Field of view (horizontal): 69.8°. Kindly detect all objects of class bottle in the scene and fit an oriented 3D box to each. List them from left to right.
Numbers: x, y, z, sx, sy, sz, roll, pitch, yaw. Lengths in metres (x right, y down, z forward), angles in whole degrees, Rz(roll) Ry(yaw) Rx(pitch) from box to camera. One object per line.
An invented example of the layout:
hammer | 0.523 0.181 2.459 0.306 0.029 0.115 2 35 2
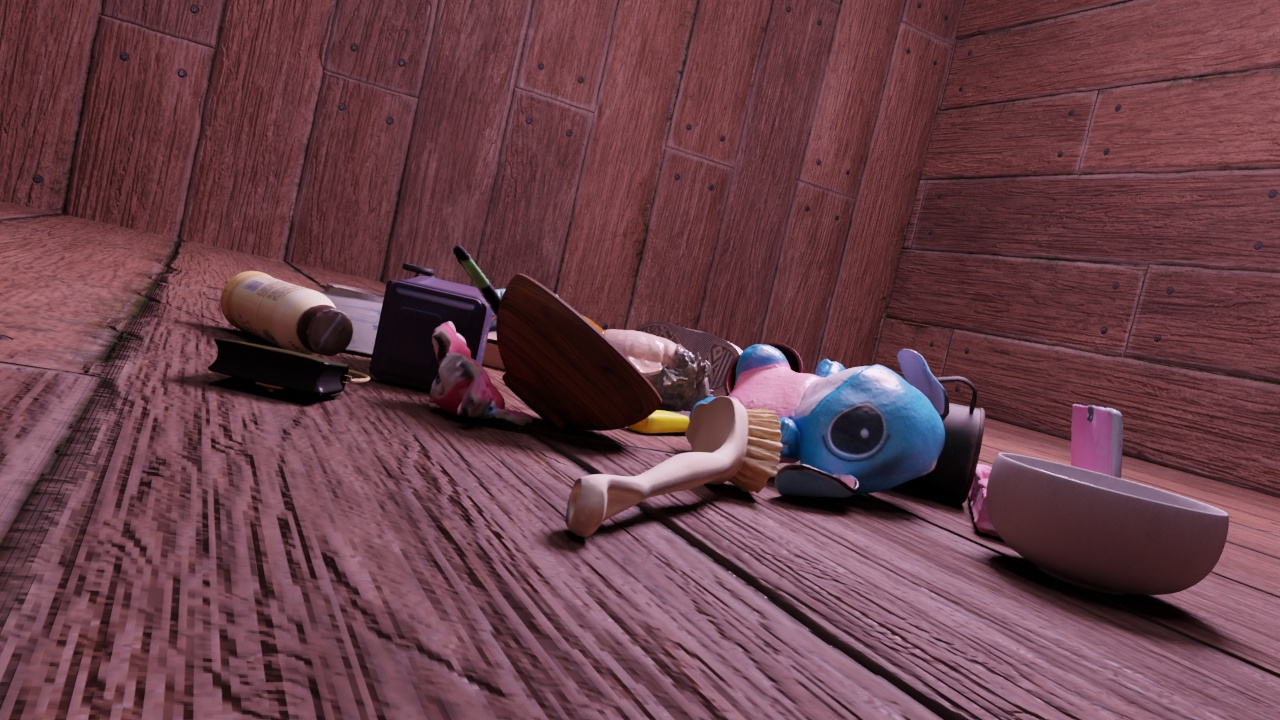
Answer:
bottle | -0.305 -0.039 0.793 0.162 0.056 0.056 17 5 43

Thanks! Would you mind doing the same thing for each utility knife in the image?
utility knife | 0.050 0.058 0.860 0.029 0.020 0.197 17 6 34

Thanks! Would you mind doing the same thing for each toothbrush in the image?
toothbrush | -0.098 -0.020 0.747 0.017 0.014 0.188 38 -16 53

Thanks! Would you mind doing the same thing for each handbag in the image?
handbag | -0.236 0.007 0.649 0.084 0.027 0.178 13 -2 -5

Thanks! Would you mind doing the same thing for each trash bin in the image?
trash bin | -0.180 -0.027 0.798 0.092 0.094 0.161 13 6 -7

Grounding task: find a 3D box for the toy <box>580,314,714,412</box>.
toy | -0.005 0.005 0.920 0.176 0.076 0.133 26 -6 -3

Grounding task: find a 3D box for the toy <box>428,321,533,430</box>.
toy | -0.127 0.017 0.657 0.065 0.050 0.102 40 10 -51

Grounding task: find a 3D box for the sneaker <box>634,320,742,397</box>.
sneaker | 0.070 0.015 1.191 0.097 0.091 0.246 34 -15 -38

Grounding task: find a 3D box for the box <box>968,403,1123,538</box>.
box | 0.330 0.081 0.751 0.099 0.115 0.232 14 3 19

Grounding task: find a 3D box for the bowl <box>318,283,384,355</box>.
bowl | -0.289 -0.044 0.929 0.151 0.057 0.150 13 3 -1

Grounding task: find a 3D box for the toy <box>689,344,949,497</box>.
toy | 0.135 0.051 0.721 0.192 0.099 0.223 13 30 35

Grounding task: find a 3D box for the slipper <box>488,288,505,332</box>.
slipper | -0.229 -0.047 1.097 0.276 0.069 0.116 -6 1 -13

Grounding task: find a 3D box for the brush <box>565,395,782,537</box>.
brush | 0.026 0.060 0.522 0.077 0.062 0.271 10 6 20

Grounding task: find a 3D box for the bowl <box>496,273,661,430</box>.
bowl | -0.061 0.009 0.691 0.147 0.068 0.147 41 -8 6

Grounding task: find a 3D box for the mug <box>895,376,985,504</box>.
mug | 0.253 0.063 0.804 0.081 0.111 0.084 12 23 15

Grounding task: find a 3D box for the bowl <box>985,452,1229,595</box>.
bowl | 0.283 0.106 0.572 0.132 0.064 0.132 13 4 -1

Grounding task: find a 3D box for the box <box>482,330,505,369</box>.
box | -0.069 0.009 1.078 0.216 0.063 0.157 14 -7 13

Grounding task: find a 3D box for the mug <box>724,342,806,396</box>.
mug | 0.134 0.046 1.000 0.114 0.087 0.088 -20 -44 15
